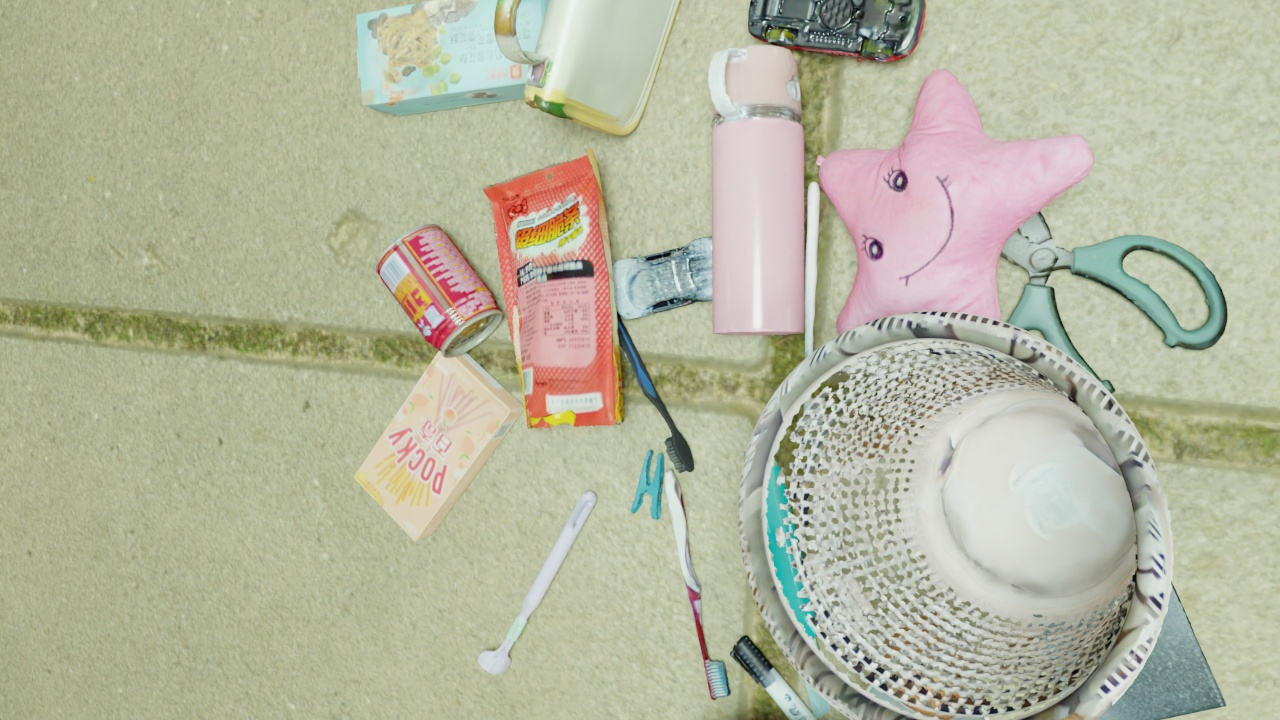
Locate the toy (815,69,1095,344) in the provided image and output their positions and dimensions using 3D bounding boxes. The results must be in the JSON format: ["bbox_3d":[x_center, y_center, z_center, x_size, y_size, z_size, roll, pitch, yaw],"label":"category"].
[{"bbox_3d":[0.182,-0.089,0.613,0.178,0.074,0.195,40,121,36],"label":"toy"}]

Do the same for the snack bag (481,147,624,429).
[{"bbox_3d":[-0.066,-0.049,0.719,0.129,0.073,0.208,-7,90,43],"label":"snack bag"}]

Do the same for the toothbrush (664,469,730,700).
[{"bbox_3d":[0.044,0.177,0.725,0.017,0.016,0.187,-12,91,14],"label":"toothbrush"}]

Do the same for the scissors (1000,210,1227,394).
[{"bbox_3d":[0.279,-0.032,0.612,0.177,0.019,0.169,32,106,14],"label":"scissors"}]

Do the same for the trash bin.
[{"bbox_3d":[0.203,0.091,0.542,0.228,0.191,0.227,-2,87,40],"label":"trash bin"}]

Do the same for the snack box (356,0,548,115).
[{"bbox_3d":[-0.142,-0.246,0.735,0.175,0.051,0.074,-1,94,22],"label":"snack box"}]

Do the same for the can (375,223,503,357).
[{"bbox_3d":[-0.164,-0.056,0.755,0.067,0.066,0.094,-42,80,19],"label":"can"}]

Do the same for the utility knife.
[{"bbox_3d":[0.114,0.169,0.698,0.029,0.013,0.209,-14,88,20],"label":"utility knife"}]

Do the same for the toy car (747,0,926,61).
[{"bbox_3d":[0.135,-0.237,0.632,0.121,0.045,0.053,17,103,24],"label":"toy car"}]

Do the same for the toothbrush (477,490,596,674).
[{"bbox_3d":[-0.084,0.188,0.775,0.029,0.021,0.189,24,105,-22],"label":"toothbrush"}]

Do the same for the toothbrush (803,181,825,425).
[{"bbox_3d":[0.126,-0.037,0.662,0.016,0.016,0.180,1,103,12],"label":"toothbrush"}]

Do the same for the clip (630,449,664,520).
[{"bbox_3d":[0.008,0.099,0.732,0.048,0.014,0.057,11,101,22],"label":"clip"}]

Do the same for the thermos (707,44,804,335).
[{"bbox_3d":[0.077,-0.117,0.641,0.067,0.087,0.198,1,92,37],"label":"thermos"}]

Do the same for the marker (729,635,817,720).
[{"bbox_3d":[0.117,0.269,0.705,0.023,0.018,0.130,-42,79,11],"label":"marker"}]

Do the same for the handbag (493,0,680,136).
[{"bbox_3d":[-0.041,-0.250,0.629,0.063,0.178,0.163,25,105,22],"label":"handbag"}]

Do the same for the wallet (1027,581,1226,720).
[{"bbox_3d":[0.318,0.188,0.619,0.097,0.019,0.121,-24,85,22],"label":"wallet"}]

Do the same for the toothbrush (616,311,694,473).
[{"bbox_3d":[-0.004,0.004,0.728,0.016,0.014,0.189,-33,82,46],"label":"toothbrush"}]

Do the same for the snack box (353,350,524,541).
[{"bbox_3d":[-0.176,0.072,0.794,0.084,0.026,0.157,42,108,13],"label":"snack box"}]

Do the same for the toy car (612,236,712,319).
[{"bbox_3d":[0.020,-0.062,0.702,0.106,0.031,0.049,-13,90,23],"label":"toy car"}]

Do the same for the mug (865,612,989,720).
[{"bbox_3d":[0.193,0.216,0.614,0.078,0.122,0.078,2,97,21],"label":"mug"}]
